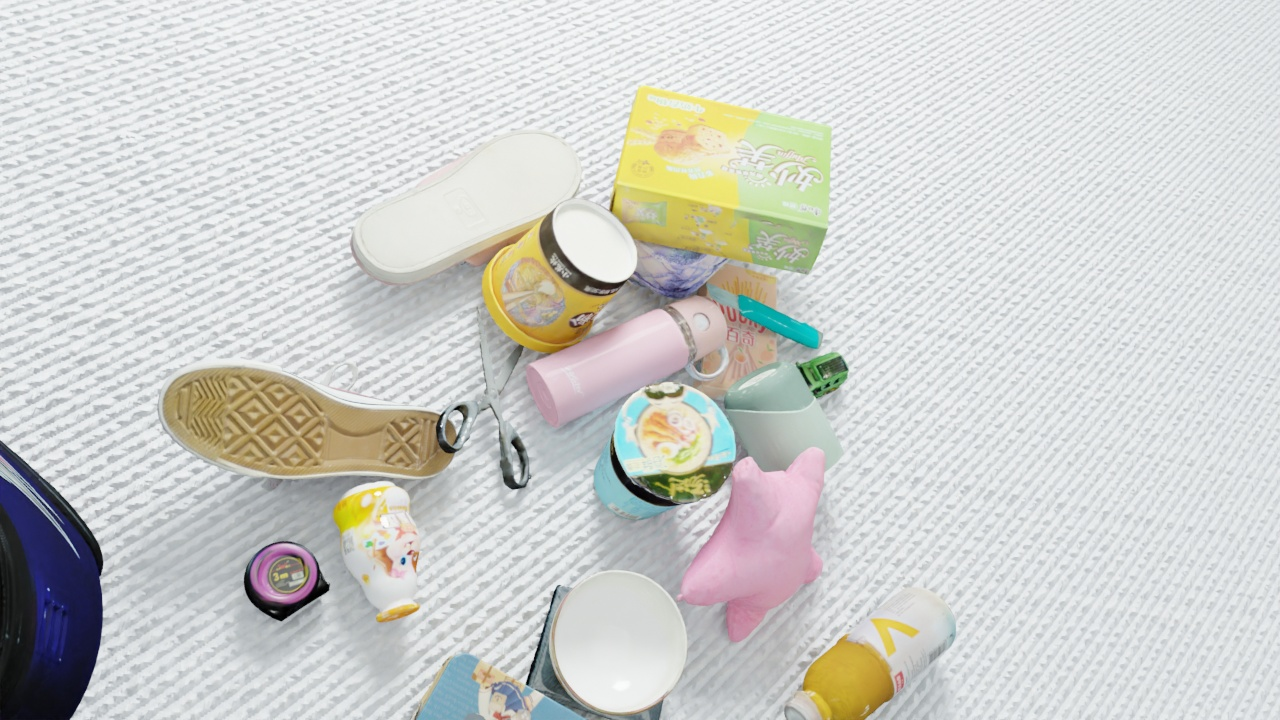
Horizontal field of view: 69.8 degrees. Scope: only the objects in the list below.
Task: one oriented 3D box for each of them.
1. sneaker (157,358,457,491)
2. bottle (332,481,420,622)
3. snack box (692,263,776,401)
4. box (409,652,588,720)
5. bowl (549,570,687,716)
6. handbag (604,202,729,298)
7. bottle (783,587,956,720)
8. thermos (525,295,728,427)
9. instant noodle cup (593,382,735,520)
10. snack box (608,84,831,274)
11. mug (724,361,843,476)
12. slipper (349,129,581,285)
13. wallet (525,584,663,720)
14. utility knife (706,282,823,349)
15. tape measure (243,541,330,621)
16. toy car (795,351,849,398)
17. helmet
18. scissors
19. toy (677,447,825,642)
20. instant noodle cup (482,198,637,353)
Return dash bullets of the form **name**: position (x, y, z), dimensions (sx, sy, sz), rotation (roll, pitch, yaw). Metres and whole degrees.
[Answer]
- **sneaker**: position (-0.275, 0.054, 0.763), dimensions (0.240, 0.088, 0.118), rotation (13, 83, -37)
- **bottle**: position (-0.211, 0.156, 0.750), dimensions (0.063, 0.063, 0.108), rotation (-11, 70, -25)
- **snack box**: position (0.102, -0.029, 0.979), dimensions (0.084, 0.026, 0.157), rotation (13, 62, -15)
- **box**: position (-0.090, 0.307, 0.718), dimensions (0.184, 0.064, 0.089), rotation (28, 66, -3)
- **bowl**: position (-0.024, 0.236, 0.761), dimensions (0.113, 0.062, 0.113), rotation (7, 65, -15)
- **handbag**: position (0.045, -0.154, 0.985), dimensions (0.134, 0.076, 0.193), rotation (36, 56, 19)
- **bottle**: position (0.211, 0.280, 0.844), dimensions (0.189, 0.068, 0.068), rotation (-27, 77, -29)
- **thermos**: position (-0.005, 0.005, 0.889), dimensions (0.198, 0.067, 0.087), rotation (-23, 88, -23)
- **instant noodle cup**: position (0.012, 0.091, 0.831), dimensions (0.111, 0.121, 0.111), rotation (8, 64, -17)
- **snack box**: position (0.082, -0.184, 0.920), dimensions (0.210, 0.070, 0.157), rotation (11, 53, -2)
- **mug**: position (0.125, 0.068, 0.901), dimensions (0.112, 0.082, 0.106), rotation (-28, 97, 13)
- **slipper**: position (-0.168, -0.151, 0.921), dimensions (0.114, 0.055, 0.273), rotation (47, 56, 6)
- **wallet**: position (-0.031, 0.257, 0.795), dimensions (0.121, 0.019, 0.097), rotation (21, 61, -8)
- **utility knife**: position (0.134, -0.046, 0.964), dimensions (0.196, 0.013, 0.029), rotation (21, 60, -41)
- **tape measure**: position (-0.284, 0.174, 0.728), dimensions (0.056, 0.039, 0.058), rotation (-35, 86, -31)
- **toy car**: position (0.182, 0.019, 0.981), dimensions (0.091, 0.036, 0.043), rotation (-23, 76, -24)
- **helmet**: position (-0.485, 0.137, 0.546), dimensions (0.315, 0.241, 0.246), rotation (50, 58, -4)
- **scissors**: position (-0.133, 0.037, 0.839), dimensions (0.159, 0.014, 0.180), rotation (63, 31, -14)
- **toy**: position (0.102, 0.161, 0.815), dimensions (0.178, 0.195, 0.075), rotation (-27, 37, -31)
- **instant noodle cup**: position (-0.072, -0.084, 0.873), dimensions (0.118, 0.115, 0.118), rotation (22, 50, -28)
